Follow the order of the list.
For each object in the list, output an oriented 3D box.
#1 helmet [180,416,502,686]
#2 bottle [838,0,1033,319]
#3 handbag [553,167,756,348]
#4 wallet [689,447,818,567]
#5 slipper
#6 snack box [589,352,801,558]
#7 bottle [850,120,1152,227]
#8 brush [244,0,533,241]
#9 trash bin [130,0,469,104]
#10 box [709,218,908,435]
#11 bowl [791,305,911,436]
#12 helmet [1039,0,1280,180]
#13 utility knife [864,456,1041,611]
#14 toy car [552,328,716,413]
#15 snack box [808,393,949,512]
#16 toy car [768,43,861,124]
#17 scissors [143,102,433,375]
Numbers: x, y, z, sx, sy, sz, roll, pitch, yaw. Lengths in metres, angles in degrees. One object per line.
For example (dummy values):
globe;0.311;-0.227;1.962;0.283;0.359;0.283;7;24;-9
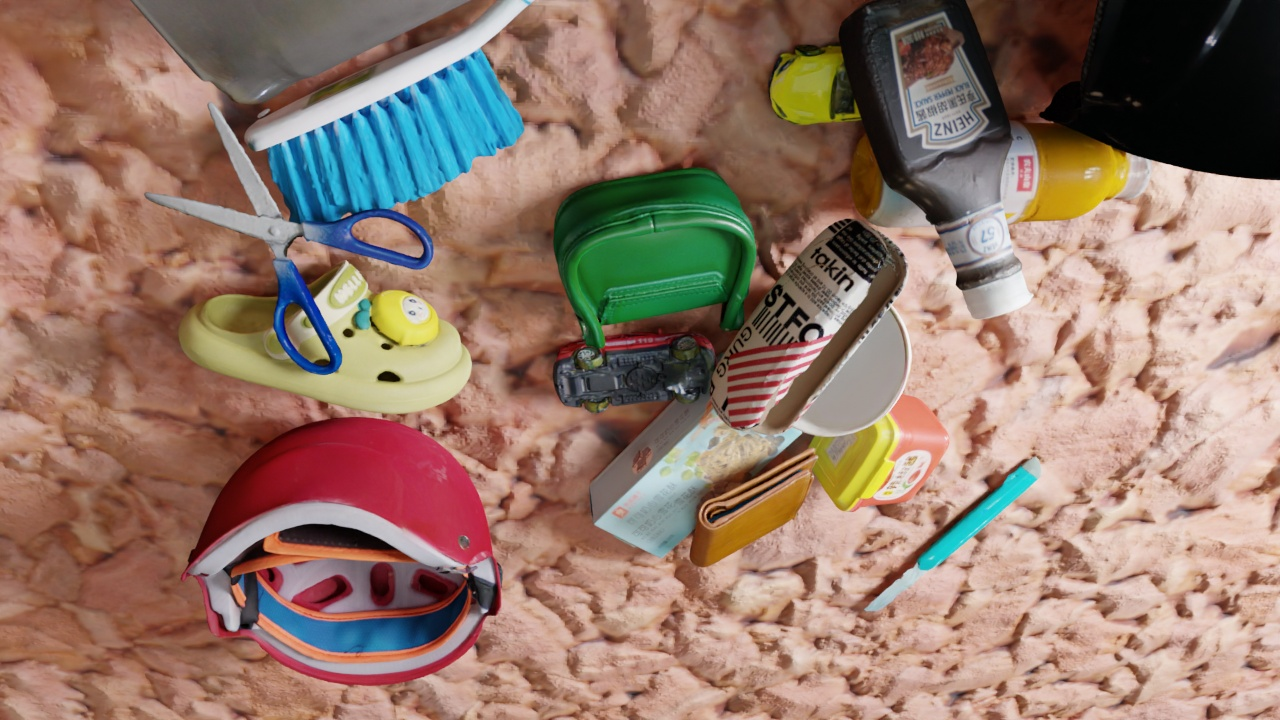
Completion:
helmet;-0.209;0.135;0.691;0.207;0.143;0.240;-4;139;-4
bottle;0.182;-0.120;0.543;0.079;0.044;0.195;-22;95;-10
handbag;0.011;-0.063;0.619;0.131;0.067;0.120;-11;131;0
wallet;0.095;0.119;0.735;0.119;0.035;0.131;-30;158;-13
slipper;-0.206;-0.022;0.611;0.190;0.091;0.082;10;121;-10
snack box;0.040;0.079;0.734;0.074;0.051;0.175;31;115;-27
bottle;0.238;-0.123;0.605;0.189;0.068;0.068;-2;125;-6
brush;-0.092;-0.178;0.539;0.315;0.060;0.109;-22;121;5
trash bin;-0.127;-0.248;0.407;0.220;0.198;0.199;-24;125;18
box;0.116;-0.020;0.630;0.081;0.075;0.164;18;113;-41
bowl;0.144;-0.003;0.670;0.114;0.113;0.062;-43;161;21
helmet;0.350;-0.205;0.465;0.274;0.230;0.234;-12;123;-30
utility knife;0.287;0.166;0.849;0.029;0.013;0.222;29;115;-26
toy car;-0.004;0.004;0.679;0.120;0.045;0.053;-3;128;1
snack box;0.190;0.068;0.733;0.080;0.082;0.091;6;126;-27
toy car;0.134;-0.173;0.580;0.105;0.032;0.048;-4;126;-2
scissors;-0.206;-0.068;0.547;0.162;0.012;0.176;-5;111;3
